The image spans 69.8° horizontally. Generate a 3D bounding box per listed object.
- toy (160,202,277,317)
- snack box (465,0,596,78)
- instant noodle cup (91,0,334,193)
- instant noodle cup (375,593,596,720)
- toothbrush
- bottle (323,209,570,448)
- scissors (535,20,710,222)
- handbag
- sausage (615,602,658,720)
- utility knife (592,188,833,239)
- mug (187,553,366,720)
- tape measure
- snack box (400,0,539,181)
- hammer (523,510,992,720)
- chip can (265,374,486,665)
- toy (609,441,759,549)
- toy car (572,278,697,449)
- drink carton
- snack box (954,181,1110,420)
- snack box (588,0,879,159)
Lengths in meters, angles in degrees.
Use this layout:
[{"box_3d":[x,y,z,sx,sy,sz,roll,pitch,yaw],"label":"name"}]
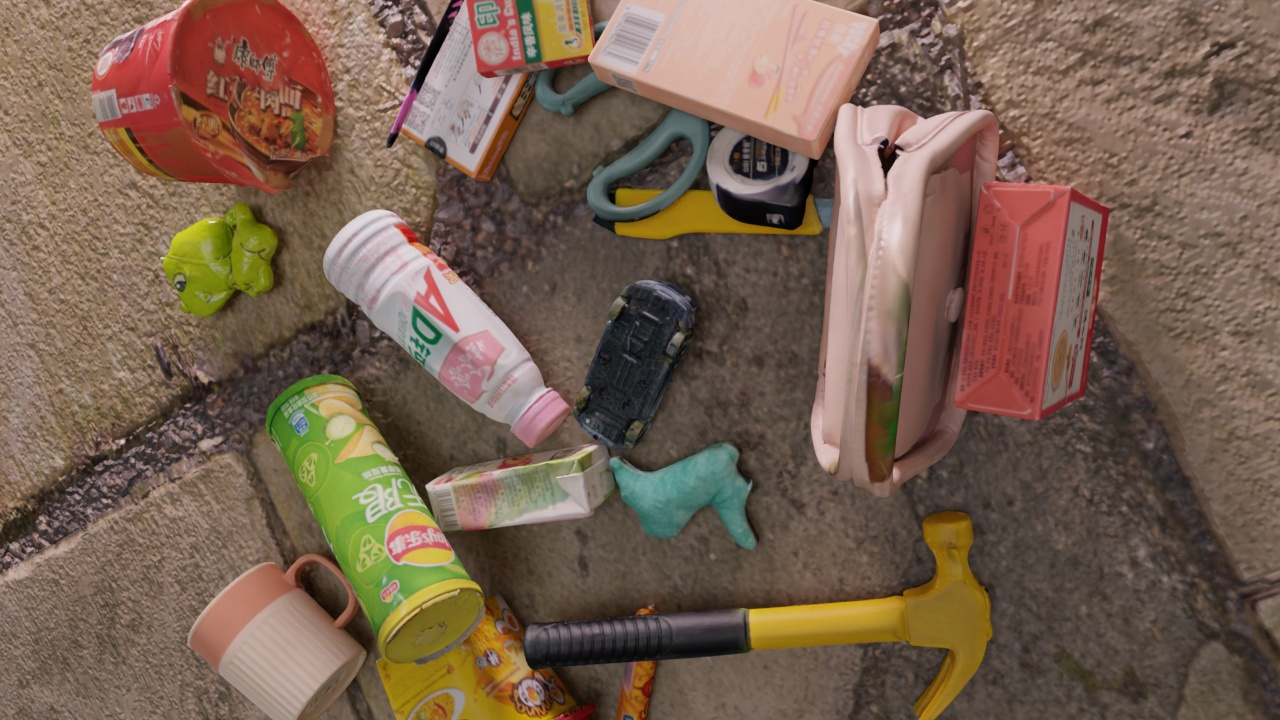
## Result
[{"box_3d":[-0.331,-0.079,0.722,0.100,0.031,0.097,13,100,13],"label":"toy"},{"box_3d":[-0.076,-0.264,0.578,0.077,0.027,0.156,-7,99,6],"label":"snack box"},{"box_3d":[-0.307,-0.188,0.652,0.109,0.137,0.138,1,96,28],"label":"instant noodle cup"},{"box_3d":[-0.113,0.241,0.644,0.116,0.116,0.123,-39,71,19],"label":"instant noodle cup"},{"box_3d":[-0.128,-0.226,0.615,0.018,0.014,0.189,30,104,5],"label":"toothbrush"},{"box_3d":[-0.133,-0.019,0.642,0.197,0.068,0.068,43,107,7],"label":"bottle"},{"box_3d":[0.018,-0.158,0.591,0.177,0.019,0.171,-8,83,15],"label":"scissors"},{"box_3d":[0.122,-0.025,0.453,0.093,0.233,0.193,6,108,19],"label":"handbag"},{"box_3d":[-0.006,0.248,0.648,0.021,0.021,0.165,12,100,18],"label":"sausage"},{"box_3d":[0.072,-0.092,0.587,0.216,0.015,0.033,5,101,18],"label":"utility knife"},{"box_3d":[-0.268,0.210,0.712,0.106,0.082,0.114,37,77,10],"label":"mug"},{"box_3d":[0.074,-0.117,0.563,0.066,0.033,0.065,14,71,18],"label":"tape measure"},{"box_3d":[-0.104,-0.209,0.630,0.075,0.026,0.154,34,105,14],"label":"snack box"},{"box_3d":[0.069,0.175,0.594,0.301,0.032,0.129,-8,94,13],"label":"hammer"},{"box_3d":[-0.188,0.100,0.632,0.073,0.072,0.221,-53,56,16],"label":"chip can"},{"box_3d":[0.035,0.091,0.613,0.092,0.030,0.096,-29,92,22],"label":"toy"},{"box_3d":[-0.004,0.004,0.614,0.054,0.036,0.121,30,115,13],"label":"toy car"},{"box_3d":[-0.082,0.092,0.641,0.123,0.053,0.045,-11,94,20],"label":"drink carton"},{"box_3d":[0.212,-0.033,0.493,0.044,0.126,0.113,9,98,34],"label":"snack box"},{"box_3d":[0.054,-0.187,0.555,0.157,0.026,0.084,26,84,19],"label":"snack box"}]
